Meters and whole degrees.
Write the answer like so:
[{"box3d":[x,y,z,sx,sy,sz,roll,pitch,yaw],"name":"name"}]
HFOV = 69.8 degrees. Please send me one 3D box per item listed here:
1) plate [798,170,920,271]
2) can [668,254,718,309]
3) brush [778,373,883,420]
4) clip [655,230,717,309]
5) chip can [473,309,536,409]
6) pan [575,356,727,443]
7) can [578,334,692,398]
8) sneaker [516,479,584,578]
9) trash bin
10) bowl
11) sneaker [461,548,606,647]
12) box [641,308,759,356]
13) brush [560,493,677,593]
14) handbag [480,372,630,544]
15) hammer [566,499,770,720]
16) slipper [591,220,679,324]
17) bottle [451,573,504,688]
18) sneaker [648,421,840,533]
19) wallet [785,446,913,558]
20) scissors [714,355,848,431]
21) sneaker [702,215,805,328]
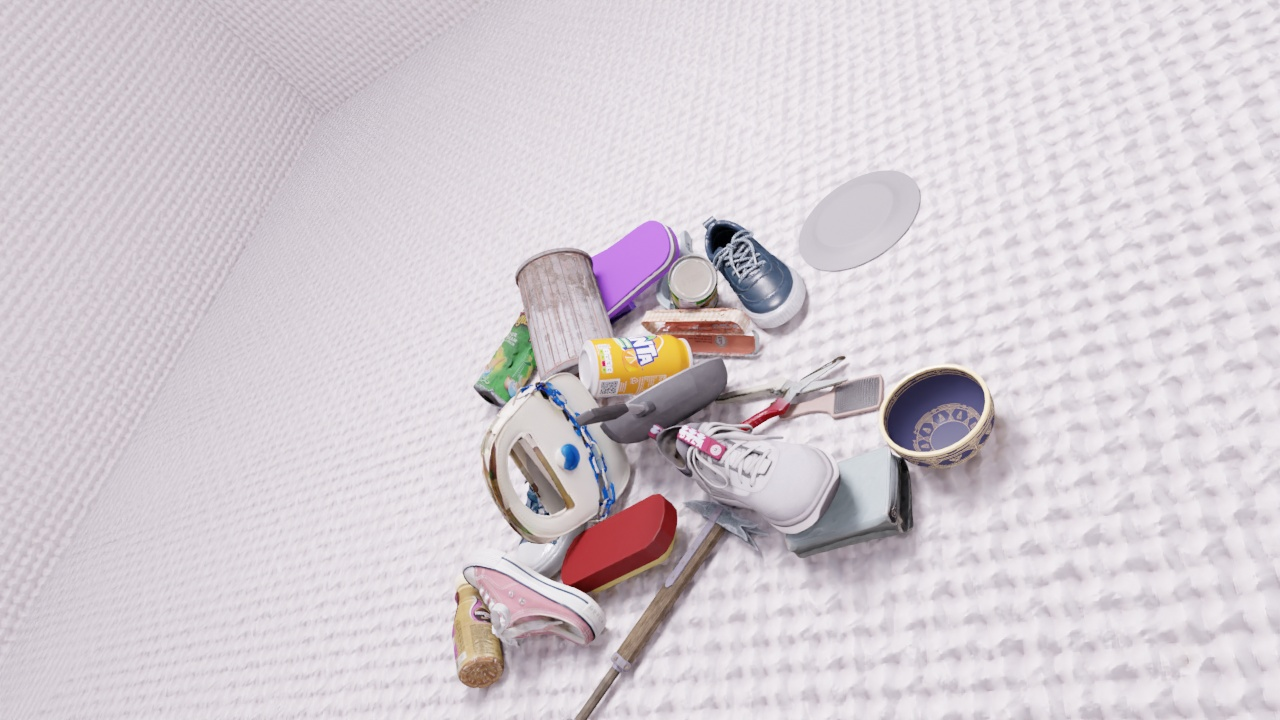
[{"box3d":[0.294,-0.195,1.253,0.179,0.012,0.178,-27,40,25],"name":"plate"},{"box3d":[0.075,-0.100,1.282,0.067,0.121,0.067,-1,81,5],"name":"can"},{"box3d":[0.221,0.047,1.087,0.136,0.015,0.049,-16,44,35],"name":"brush"},{"box3d":[0.043,-0.124,1.425,0.141,0.029,0.171,-36,36,11],"name":"clip"},{"box3d":[-0.193,-0.025,1.527,0.076,0.075,0.222,8,61,49],"name":"chip can"},{"box3d":[0.006,0.059,1.080,0.179,0.356,0.041,-32,80,17],"name":"pan"},{"box3d":[-0.007,0.007,1.243,0.079,0.142,0.079,175,90,-71],"name":"can"},{"box3d":[-0.123,0.183,1.247,0.088,0.079,0.234,-15,46,37],"name":"sneaker"},{"box3d":[-0.104,-0.045,1.355,0.131,0.130,0.211,-28,64,23],"name":"trash bin"},{"box3d":[0.309,0.066,0.938,0.113,0.061,0.112,-25,40,22],"name":"bowl"},{"box3d":[-0.150,0.307,1.134,0.241,0.118,0.087,10,45,43],"name":"sneaker"},{"box3d":[0.081,-0.039,1.265,0.187,0.083,0.043,1,54,48],"name":"box"},{"box3d":[-0.021,0.228,1.113,0.174,0.042,0.082,-33,28,31],"name":"brush"},{"box3d":[-0.110,0.126,1.161,0.093,0.200,0.199,-23,17,39],"name":"handbag"},{"box3d":[0.008,0.298,1.049,0.316,0.028,0.147,-53,30,-10],"name":"hammer"},{"box3d":[-0.035,-0.118,1.453,0.267,0.084,0.107,-32,63,29],"name":"slipper"},{"box3d":[-0.219,0.346,1.202,0.060,0.059,0.166,-40,35,9],"name":"bottle"},{"box3d":[0.108,0.111,0.994,0.096,0.128,0.263,-64,23,-10],"name":"sneaker"},{"box3d":[0.216,0.152,0.961,0.132,0.054,0.100,-21,35,35],"name":"wallet"},{"box3d":[0.158,0.049,1.137,0.193,0.015,0.179,-46,27,-12],"name":"scissors"},{"box3d":[0.149,-0.131,1.272,0.089,0.087,0.235,-41,35,6],"name":"sneaker"}]
